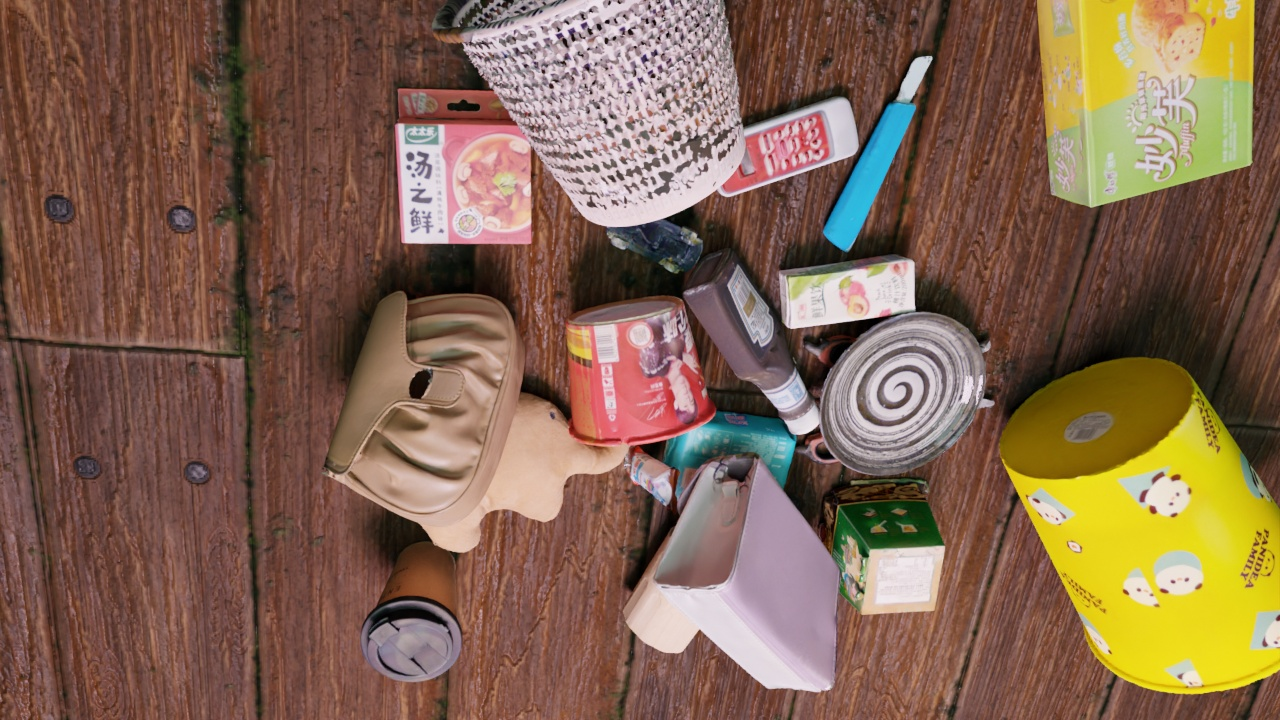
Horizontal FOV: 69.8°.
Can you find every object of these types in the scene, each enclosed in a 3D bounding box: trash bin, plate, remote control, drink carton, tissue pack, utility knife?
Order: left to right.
[{"bbox_3d":[-0.016,-0.221,0.712,0.227,0.227,0.192,-25,124,3],"label":"trash bin"},{"bbox_3d":[0.090,0.100,0.922,0.133,0.050,0.093,10,108,-11],"label":"tissue pack"},{"bbox_3d":[0.129,-0.193,0.829,0.136,0.020,0.056,-18,111,1],"label":"remote control"},{"bbox_3d":[0.194,-0.066,0.872,0.122,0.045,0.053,-8,106,-4],"label":"drink carton"},{"bbox_3d":[0.219,-0.190,0.842,0.034,0.018,0.187,16,108,-25],"label":"utility knife"},{"bbox_3d":[0.256,0.033,0.906,0.179,0.024,0.180,-5,115,-12],"label":"plate"},{"bbox_3d":[0.501,0.151,0.906,0.230,0.229,0.255,-34,106,7],"label":"trash bin"}]

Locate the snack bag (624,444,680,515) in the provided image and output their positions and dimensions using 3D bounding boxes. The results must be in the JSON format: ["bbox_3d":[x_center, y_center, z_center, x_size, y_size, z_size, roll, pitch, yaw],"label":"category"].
[{"bbox_3d":[0.014,0.114,0.895,0.026,0.105,0.045,2,100,-26],"label":"snack bag"}]

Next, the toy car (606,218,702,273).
[{"bbox_3d":[0.013,-0.114,0.839,0.090,0.034,0.043,22,109,-12],"label":"toy car"}]

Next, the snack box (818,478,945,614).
[{"bbox_3d":[0.256,0.200,0.951,0.117,0.105,0.118,-2,112,-7],"label":"snack box"}]

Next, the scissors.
[{"bbox_3d":[0.253,0.037,0.935,0.226,0.015,0.189,22,107,-14],"label":"scissors"}]

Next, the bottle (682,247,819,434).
[{"bbox_3d":[0.112,-0.011,0.868,0.044,0.079,0.195,-18,119,37],"label":"bottle"}]

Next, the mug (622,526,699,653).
[{"bbox_3d":[0.055,0.242,0.966,0.124,0.084,0.104,16,112,-41],"label":"mug"}]

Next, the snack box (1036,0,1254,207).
[{"bbox_3d":[0.448,-0.258,0.814,0.157,0.070,0.210,-15,112,-1],"label":"snack box"}]

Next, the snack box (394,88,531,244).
[{"bbox_3d":[-0.151,-0.167,0.793,0.113,0.044,0.127,-1,111,-6],"label":"snack box"}]

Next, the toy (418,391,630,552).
[{"bbox_3d":[-0.122,0.094,0.884,0.226,0.082,0.143,-20,113,-3],"label":"toy"}]

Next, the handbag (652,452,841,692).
[{"bbox_3d":[0.110,0.201,0.861,0.099,0.144,0.197,-7,135,40],"label":"handbag"}]

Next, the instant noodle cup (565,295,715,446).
[{"bbox_3d":[-0.005,0.005,0.834,0.138,0.138,0.108,-10,104,-3],"label":"instant noodle cup"}]

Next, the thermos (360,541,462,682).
[{"bbox_3d":[-0.216,0.239,0.890,0.093,0.143,0.093,-2,112,-6],"label":"thermos"}]

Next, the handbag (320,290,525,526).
[{"bbox_3d":[-0.185,0.034,0.798,0.148,0.100,0.204,10,70,6],"label":"handbag"}]
